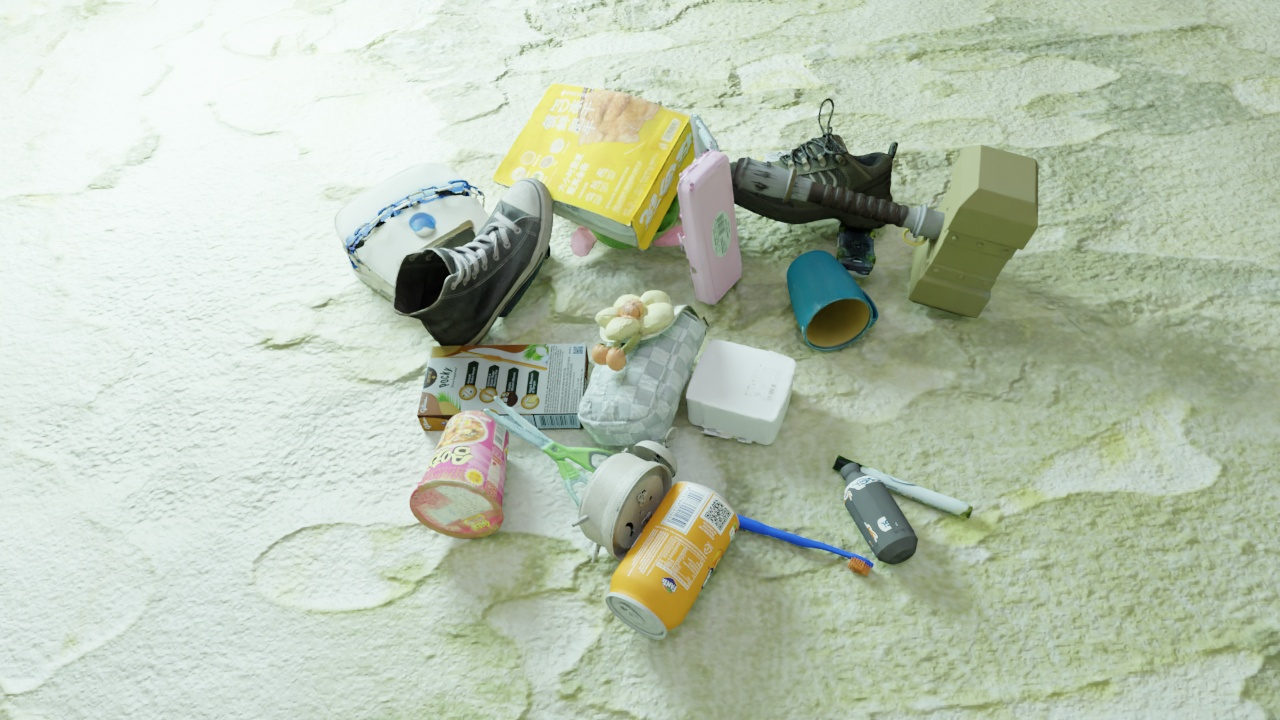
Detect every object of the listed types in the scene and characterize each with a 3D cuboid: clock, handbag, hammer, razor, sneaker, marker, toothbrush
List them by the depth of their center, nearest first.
[{"bbox_3d":[-0.009,0.128,0.935,0.061,0.103,0.156,22,61,28],"label":"clock"},{"bbox_3d":[0.146,0.182,0.935,0.183,0.016,0.018,16,60,16],"label":"toothbrush"},{"bbox_3d":[0.274,0.133,0.965,0.146,0.017,0.017,20,56,18],"label":"marker"},{"bbox_3d":[-0.006,0.006,1.013,0.113,0.123,0.171,-1,52,29],"label":"handbag"},{"bbox_3d":[0.267,-0.179,1.066,0.325,0.191,0.100,16,54,4],"label":"hammer"},{"bbox_3d":[-0.195,-0.129,1.084,0.095,0.120,0.234,36,88,27],"label":"sneaker"},{"bbox_3d":[0.219,-0.248,1.149,0.237,0.143,0.101,4,28,-12],"label":"sneaker"},{"bbox_3d":[-0.156,-0.114,1.177,0.052,0.047,0.142,27,58,-6],"label":"razor"},{"bbox_3d":[-0.281,-0.159,1.194,0.199,0.093,0.200,39,63,21],"label":"handbag"}]

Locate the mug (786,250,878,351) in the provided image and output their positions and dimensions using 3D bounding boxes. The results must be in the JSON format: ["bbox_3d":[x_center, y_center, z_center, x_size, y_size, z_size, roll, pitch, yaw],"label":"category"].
[{"bbox_3d":[0.232,-0.074,1.099,0.112,0.085,0.104,10,41,-25],"label":"mug"}]

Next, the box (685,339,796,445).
[{"bbox_3d":[0.113,0.043,1.035,0.107,0.076,0.102,14,56,17],"label":"box"}]

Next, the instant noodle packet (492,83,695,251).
[{"bbox_3d":[-0.059,-0.255,1.152,0.222,0.084,0.162,24,78,20],"label":"instant noodle packet"}]

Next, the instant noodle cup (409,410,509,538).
[{"bbox_3d":[-0.183,0.116,0.970,0.098,0.098,0.108,2,44,6],"label":"instant noodle cup"}]

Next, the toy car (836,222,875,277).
[{"bbox_3d":[0.273,-0.139,1.168,0.048,0.033,0.105,9,41,7],"label":"toy car"}]

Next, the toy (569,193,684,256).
[{"bbox_3d":[-0.032,-0.215,1.217,0.238,0.088,0.189,23,64,13],"label":"toy"}]

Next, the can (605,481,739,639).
[{"bbox_3d":[0.032,0.193,0.895,0.079,0.079,0.142,24,57,21],"label":"can"}]

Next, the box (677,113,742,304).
[{"bbox_3d":[0.089,-0.178,1.103,0.073,0.202,0.149,4,52,16],"label":"box"}]

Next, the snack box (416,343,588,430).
[{"bbox_3d":[-0.157,0.030,1.067,0.186,0.032,0.100,-1,52,4],"label":"snack box"}]

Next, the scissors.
[{"bbox_3d":[-0.091,0.090,0.987,0.175,0.033,0.078,41,65,-2],"label":"scissors"}]

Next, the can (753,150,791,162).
[{"bbox_3d":[0.203,-0.251,1.241,0.127,0.064,0.064,-8,52,-2],"label":"can"}]

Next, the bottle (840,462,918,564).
[{"bbox_3d":[0.238,0.153,0.932,0.047,0.047,0.112,-19,53,-10],"label":"bottle"}]
